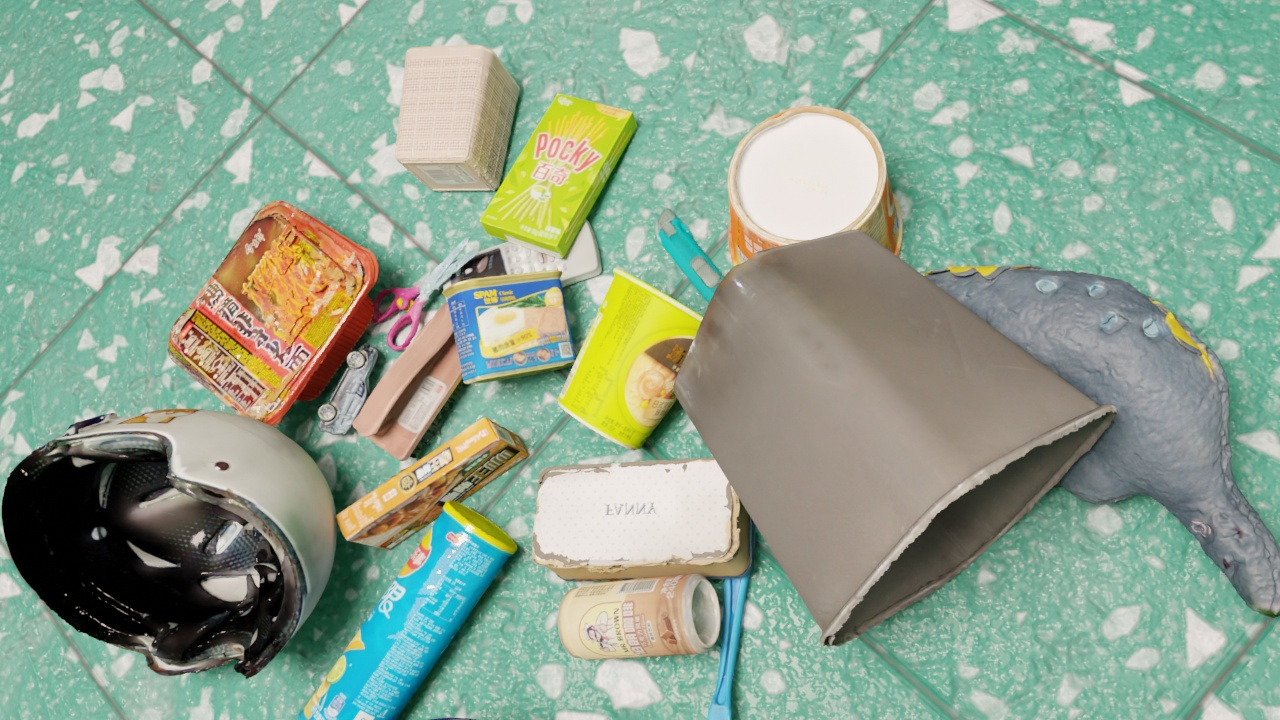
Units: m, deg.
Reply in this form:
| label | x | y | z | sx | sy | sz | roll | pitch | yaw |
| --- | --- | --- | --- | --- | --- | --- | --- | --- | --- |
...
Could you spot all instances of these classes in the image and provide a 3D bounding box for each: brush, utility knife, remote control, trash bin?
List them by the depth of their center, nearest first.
| label | x | y | z | sx | sy | sz | roll | pitch | yaw |
| --- | --- | --- | --- | --- | --- | --- | --- | --- | --- |
| trash bin | 0.155 | 0.042 | 0.644 | 0.198 | 0.199 | 0.219 | -17 | 54 | -34 |
| brush | 0.063 | 0.246 | 0.704 | 0.083 | 0.046 | 0.254 | 2 | 71 | 19 |
| utility knife | 0.065 | -0.066 | 0.804 | 0.029 | 0.013 | 0.182 | -37 | 69 | 2 |
| brush | -0.192 | 0.014 | 0.816 | 0.063 | 0.073 | 0.145 | 31 | 82 | 21 |
| remote control | -0.111 | -0.085 | 0.851 | 0.150 | 0.021 | 0.058 | -18 | 70 | 8 |

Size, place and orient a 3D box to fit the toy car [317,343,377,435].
| label | x | y | z | sx | sy | sz | roll | pitch | yaw |
| --- | --- | --- | --- | --- | --- | --- | --- | --- | --- |
| toy car | -0.268 | 0.027 | 0.848 | 0.034 | 0.043 | 0.090 | 26 | 84 | -8 |

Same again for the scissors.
| label | x | y | z | sx | sy | sz | roll | pitch | yaw |
| --- | --- | --- | --- | --- | --- | --- | --- | --- | --- |
| scissors | -0.196 | -0.060 | 0.853 | 0.137 | 0.017 | 0.073 | -32 | 66 | 19 |

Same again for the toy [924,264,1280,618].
| label | x | y | z | sx | sy | sz | roll | pitch | yaw |
| --- | --- | --- | --- | --- | --- | --- | --- | --- | --- |
| toy | 0.321 | 0.017 | 0.649 | 0.138 | 0.091 | 0.356 | -50 | 64 | 14 |

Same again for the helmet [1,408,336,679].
| label | x | y | z | sx | sy | sz | roll | pitch | yaw |
| --- | --- | --- | --- | --- | --- | --- | --- | --- | --- |
| helmet | -0.369 | 0.133 | 0.772 | 0.274 | 0.156 | 0.230 | -4 | 112 | 23 |

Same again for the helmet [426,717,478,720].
| label | x | y | z | sx | sy | sz | roll | pitch | yaw |
| --- | --- | --- | --- | --- | --- | --- | --- | --- | --- |
| helmet | -0.108 | 0.382 | 0.587 | 0.315 | 0.247 | 0.241 | 41 | 105 | 27 |

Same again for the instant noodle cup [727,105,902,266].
| label | x | y | z | sx | sy | sz | roll | pitch | yaw |
| --- | --- | --- | --- | --- | --- | --- | --- | --- | --- |
| instant noodle cup | 0.138 | -0.127 | 0.751 | 0.151 | 0.111 | 0.151 | -4 | 73 | 13 |

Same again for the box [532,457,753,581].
| label | x | y | z | sx | sy | sz | roll | pitch | yaw |
| --- | --- | --- | --- | --- | --- | --- | --- | --- | --- |
| box | 0.008 | 0.126 | 0.726 | 0.184 | 0.061 | 0.089 | -3 | 65 | 17 |

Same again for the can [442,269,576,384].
| label | x | y | z | sx | sy | sz | roll | pitch | yaw |
| --- | --- | --- | --- | --- | --- | --- | --- | --- | --- |
| can | -0.110 | -0.028 | 0.787 | 0.102 | 0.057 | 0.083 | -10 | 87 | -31 |

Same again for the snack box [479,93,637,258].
| label | x | y | z | sx | sy | sz | roll | pitch | yaw |
| --- | --- | --- | --- | --- | --- | --- | --- | --- | --- |
| snack box | -0.075 | -0.174 | 0.852 | 0.086 | 0.026 | 0.156 | 21 | 72 | 21 |

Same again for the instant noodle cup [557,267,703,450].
| label | x | y | z | sx | sy | sz | roll | pitch | yaw |
| --- | --- | --- | --- | --- | --- | --- | --- | --- | --- |
| instant noodle cup | -0.005 | 0.004 | 0.759 | 0.112 | 0.111 | 0.123 | 31 | 92 | 20 |

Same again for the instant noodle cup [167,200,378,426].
| label | x | y | z | sx | sy | sz | roll | pitch | yaw |
| --- | --- | --- | --- | --- | --- | --- | --- | --- | --- |
| instant noodle cup | -0.332 | -0.042 | 0.860 | 0.164 | 0.079 | 0.188 | 32 | 86 | 24 |

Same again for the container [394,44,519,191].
| label | x | y | z | sx | sy | sz | roll | pitch | yaw |
| --- | --- | --- | --- | --- | --- | --- | --- | --- | --- |
| container | -0.175 | -0.226 | 0.875 | 0.090 | 0.090 | 0.110 | 3 | 78 | 15 |

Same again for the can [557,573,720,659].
| label | x | y | z | sx | sy | sz | roll | pitch | yaw |
| --- | --- | --- | --- | --- | --- | --- | --- | --- | --- |
| can | -0.001 | 0.198 | 0.705 | 0.116 | 0.058 | 0.058 | -13 | 70 | 28 |

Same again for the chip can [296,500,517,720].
| label | x | y | z | sx | sy | sz | roll | pitch | yaw |
| --- | --- | --- | --- | --- | --- | --- | --- | --- | --- |
| chip can | -0.190 | 0.221 | 0.755 | 0.071 | 0.071 | 0.210 | 33 | 85 | 21 |

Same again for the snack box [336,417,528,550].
| label | x | y | z | sx | sy | sz | roll | pitch | yaw |
| --- | --- | --- | --- | --- | --- | --- | --- | --- | --- |
| snack box | -0.175 | 0.106 | 0.782 | 0.154 | 0.075 | 0.026 | -34 | 68 | 3 |

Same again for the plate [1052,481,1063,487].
| label | x | y | z | sx | sy | sz | roll | pitch | yaw |
| --- | --- | --- | --- | --- | --- | --- | --- | --- | --- |
| plate | 0.314 | 0.009 | 0.713 | 0.179 | 0.024 | 0.179 | -4 | 73 | 13 |
